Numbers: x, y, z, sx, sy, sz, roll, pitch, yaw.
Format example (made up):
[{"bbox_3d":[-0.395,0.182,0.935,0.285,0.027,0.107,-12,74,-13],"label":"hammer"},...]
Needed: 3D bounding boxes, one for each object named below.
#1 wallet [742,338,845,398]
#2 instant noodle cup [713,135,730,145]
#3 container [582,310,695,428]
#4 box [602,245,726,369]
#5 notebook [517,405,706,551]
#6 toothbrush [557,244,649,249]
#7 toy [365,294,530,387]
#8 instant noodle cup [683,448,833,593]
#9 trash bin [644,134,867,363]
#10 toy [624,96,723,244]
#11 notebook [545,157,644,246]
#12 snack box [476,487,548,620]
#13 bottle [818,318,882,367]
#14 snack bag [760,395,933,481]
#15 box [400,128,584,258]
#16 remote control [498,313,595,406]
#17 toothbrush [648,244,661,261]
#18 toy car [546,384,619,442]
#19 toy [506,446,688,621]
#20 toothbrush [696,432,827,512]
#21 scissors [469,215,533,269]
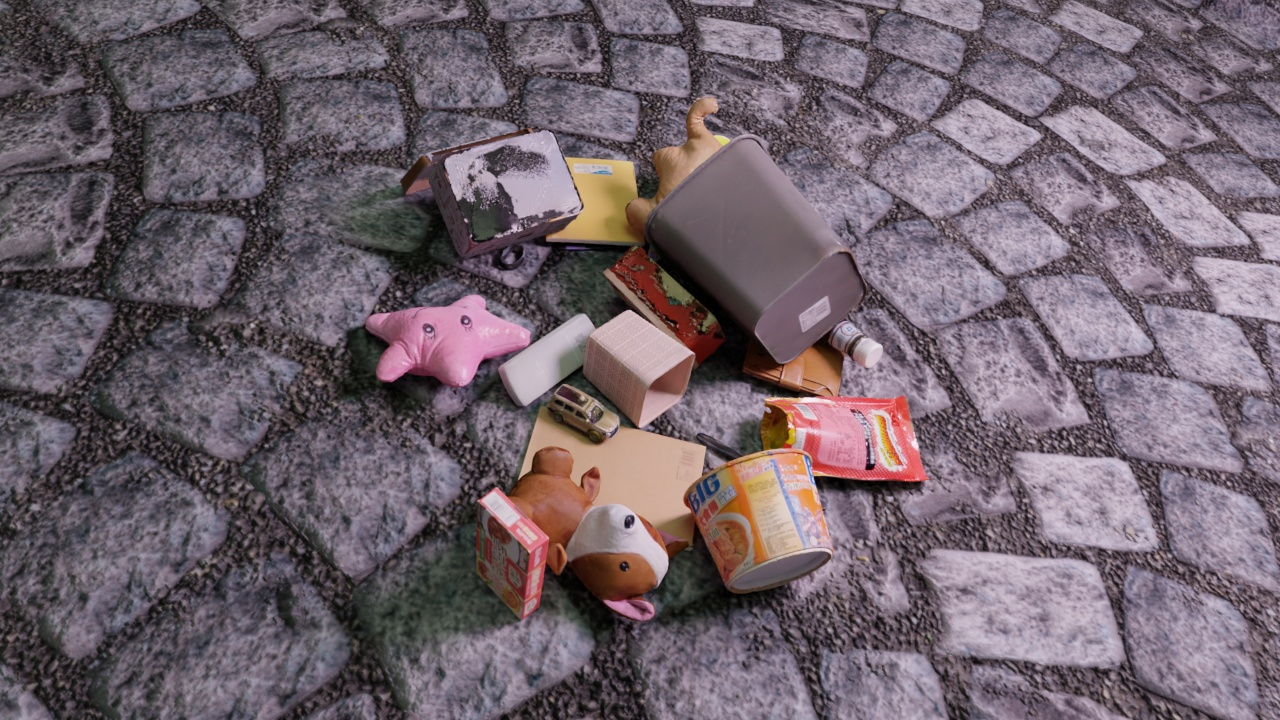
[{"bbox_3d":[0.208,0.001,1.240,0.132,0.031,0.107,18,47,4],"label":"wallet"},{"bbox_3d":[0.115,-0.259,1.396,0.111,0.112,0.123,-12,61,-22],"label":"instant noodle cup"},{"bbox_3d":[-0.007,0.007,1.147,0.111,0.090,0.090,38,52,24],"label":"container"},{"bbox_3d":[0.037,-0.077,1.210,0.077,0.091,0.168,-44,66,-3],"label":"box"},{"bbox_3d":[-0.032,0.134,1.080,0.211,0.012,0.149,14,47,-1],"label":"notebook"},{"bbox_3d":[-0.028,-0.169,1.340,0.189,0.017,0.014,-3,41,-14],"label":"toothbrush"},{"bbox_3d":[-0.230,-0.020,1.120,0.194,0.075,0.178,-12,40,-20],"label":"toy"},{"bbox_3d":[0.134,0.179,0.997,0.151,0.152,0.111,-7,60,-19],"label":"instant noodle cup"},{"bbox_3d":[0.159,-0.134,1.196,0.199,0.198,0.219,-41,58,5],"label":"trash bin"},{"bbox_3d":[0.077,-0.260,1.315,0.143,0.082,0.226,26,86,3],"label":"toy"},{"bbox_3d":[-0.073,-0.244,1.387,0.146,0.010,0.206,1,46,-9],"label":"notebook"},{"bbox_3d":[-0.129,0.194,0.909,0.075,0.153,0.025,41,55,21],"label":"snack box"},{"bbox_3d":[0.248,-0.055,1.259,0.079,0.044,0.195,-17,42,-34],"label":"bottle"},{"bbox_3d":[0.259,0.096,1.150,0.207,0.073,0.128,3,53,-17],"label":"snack bag"},{"bbox_3d":[-0.209,-0.228,1.293,0.180,0.206,0.158,-23,95,-29],"label":"box"},{"bbox_3d":[-0.111,-0.002,1.154,0.149,0.021,0.058,-37,109,-36],"label":"remote control"},{"bbox_3d":[0.105,-0.142,1.345,0.189,0.020,0.029,11,89,-5],"label":"toothbrush"},{"bbox_3d":[-0.067,0.063,1.106,0.090,0.035,0.042,29,48,10],"label":"toy car"},{"bbox_3d":[-0.050,0.180,0.967,0.199,0.131,0.139,37,52,1],"label":"toy"},{"bbox_3d":[0.145,0.136,1.118,0.181,0.018,0.015,31,50,16],"label":"toothbrush"},{"bbox_3d":[-0.178,-0.187,1.325,0.163,0.014,0.165,-8,50,-23],"label":"scissors"}]
